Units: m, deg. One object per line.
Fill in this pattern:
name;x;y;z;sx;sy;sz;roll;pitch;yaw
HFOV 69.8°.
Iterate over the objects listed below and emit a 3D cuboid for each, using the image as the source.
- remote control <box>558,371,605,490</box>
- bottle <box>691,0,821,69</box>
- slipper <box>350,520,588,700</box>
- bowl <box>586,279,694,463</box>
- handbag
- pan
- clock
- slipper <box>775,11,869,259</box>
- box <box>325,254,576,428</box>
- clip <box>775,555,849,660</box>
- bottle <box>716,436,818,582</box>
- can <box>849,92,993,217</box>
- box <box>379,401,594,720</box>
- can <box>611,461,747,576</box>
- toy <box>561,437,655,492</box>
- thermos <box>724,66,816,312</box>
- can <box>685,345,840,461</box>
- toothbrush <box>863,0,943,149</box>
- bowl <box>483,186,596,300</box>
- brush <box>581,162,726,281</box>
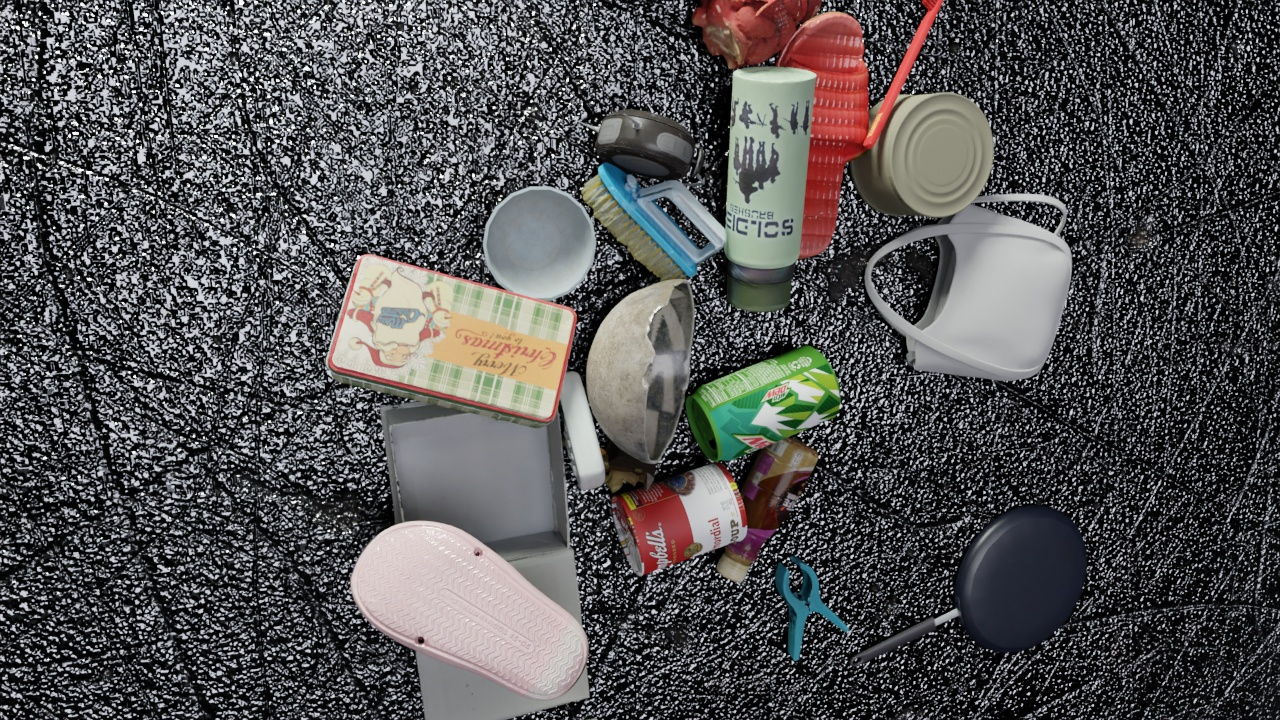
remote control;-0.060;0.068;0.880;0.028;0.060;0.114;-12;69;-10
bottle;0.108;-0.334;0.857;0.111;0.099;0.099;-34;111;-14
slipper;-0.146;0.220;0.810;0.221;0.056;0.106;31;78;-4
bowl;-0.005;0.005;0.877;0.081;0.178;0.178;11;100;16
handbag;0.356;-0.090;1.023;0.222;0.095;0.216;12;97;-8
pan;0.417;0.308;1.149;0.356;0.021;0.199;-20;108;-13
clock;0.010;-0.201;0.856;0.122;0.091;0.043;16;87;-38
slipper;0.182;-0.224;0.927;0.103;0.059;0.249;3;102;-20
box;-0.167;-0.016;0.826;0.205;0.051;0.117;16;75;-13
clip;0.199;0.277;1.064;0.102;0.027;0.119;-29;110;-14
bottle;0.132;0.161;0.995;0.059;0.060;0.166;25;93;-22
can;0.294;-0.214;0.959;0.127;0.073;0.128;-4;103;-18
box;-0.145;0.216;0.892;0.165;0.098;0.368;-9;98;-17
can;0.039;0.162;0.949;0.116;0.086;0.087;-16;107;-15
toy;-0.033;0.100;0.927;0.100;0.076;0.062;14;69;2
thermos;0.119;-0.161;0.891;0.082;0.082;0.232;-10;119;-17
can;0.127;0.045;0.955;0.144;0.083;0.083;-21;108;-14
toothbrush;0.267;-0.304;0.933;0.018;0.012;0.212;34;73;-22
bowl;-0.098;-0.111;0.865;0.106;0.039;0.106;-4;103;-18
brush;0.012;-0.141;0.876;0.075;0.055;0.136;-36;115;27
